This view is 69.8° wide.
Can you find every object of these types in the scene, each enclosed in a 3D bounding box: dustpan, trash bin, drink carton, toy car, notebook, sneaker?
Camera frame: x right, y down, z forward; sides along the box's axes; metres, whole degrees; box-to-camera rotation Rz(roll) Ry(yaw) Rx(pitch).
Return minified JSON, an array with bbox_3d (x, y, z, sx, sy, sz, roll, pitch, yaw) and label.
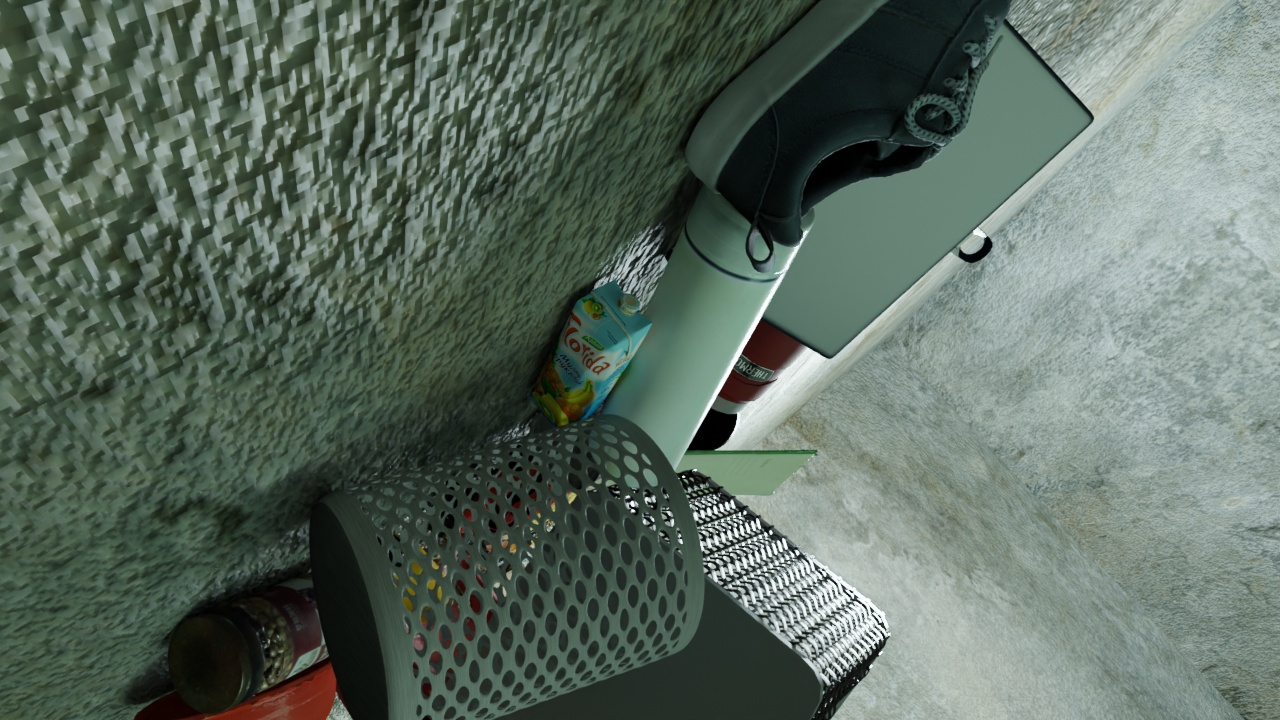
[{"bbox_3d":[0.182,-0.115,0.642,0.273,0.080,0.237,27,120,-33],"label":"dustpan"},{"bbox_3d":[-0.083,0.126,0.537,0.183,0.156,0.157,-12,154,-33],"label":"trash bin"},{"bbox_3d":[-0.034,0.001,0.577,0.038,0.044,0.129,-33,167,-33],"label":"drink carton"},{"bbox_3d":[-0.112,0.104,0.698,0.100,0.049,0.051,-30,164,-41],"label":"toy car"},{"bbox_3d":[0.048,0.126,1.021,0.252,0.010,0.182,1,158,-9],"label":"notebook"},{"bbox_3d":[0.129,-0.142,0.451,0.235,0.087,0.089,-41,168,4],"label":"sneaker"}]

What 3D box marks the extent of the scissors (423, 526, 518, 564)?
[{"bbox_3d":[-0.151,0.154,0.790,0.157,0.012,0.172,-21,151,-30],"label":"scissors"}]

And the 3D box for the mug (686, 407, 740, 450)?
[{"bbox_3d":[0.075,0.041,1.015,0.100,0.085,0.119,3,107,-80],"label":"mug"}]

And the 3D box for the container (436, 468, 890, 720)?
[{"bbox_3d":[0.025,0.249,0.743,0.247,0.245,0.243,-56,159,6],"label":"container"}]

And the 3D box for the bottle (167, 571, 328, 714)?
[{"bbox_3d":[-0.224,0.167,0.559,0.056,0.056,0.105,-44,168,17],"label":"bottle"}]

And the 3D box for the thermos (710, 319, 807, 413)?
[{"bbox_3d":[0.119,-0.051,0.804,0.199,0.084,0.107,-50,-162,32],"label":"thermos"}]

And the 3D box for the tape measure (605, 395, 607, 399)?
[{"bbox_3d":[-0.004,0.004,0.683,0.058,0.038,0.058,-24,-163,-31],"label":"tape measure"}]

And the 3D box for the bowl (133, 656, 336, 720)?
[{"bbox_3d":[-0.252,0.229,0.595,0.130,0.045,0.130,-15,178,-1],"label":"bowl"}]

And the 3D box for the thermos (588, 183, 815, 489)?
[{"bbox_3d":[0.031,-0.013,0.576,0.067,0.068,0.231,-29,153,-45],"label":"thermos"}]

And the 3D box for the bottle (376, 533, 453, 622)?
[{"bbox_3d":[-0.177,0.165,0.700,0.043,0.043,0.144,-37,158,-16],"label":"bottle"}]

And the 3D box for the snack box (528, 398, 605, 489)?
[{"bbox_3d":[-0.025,0.051,0.726,0.072,0.072,0.121,-48,165,32],"label":"snack box"}]

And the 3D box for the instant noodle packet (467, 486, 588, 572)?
[{"bbox_3d":[-0.110,0.157,0.938,0.159,0.032,0.221,-31,166,-24],"label":"instant noodle packet"}]

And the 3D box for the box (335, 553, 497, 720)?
[{"bbox_3d":[-0.191,0.248,0.804,0.087,0.129,0.157,-41,167,23],"label":"box"}]

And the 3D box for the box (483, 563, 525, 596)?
[{"bbox_3d":[-0.147,0.327,1.017,0.143,0.187,0.105,-10,133,-57],"label":"box"}]
